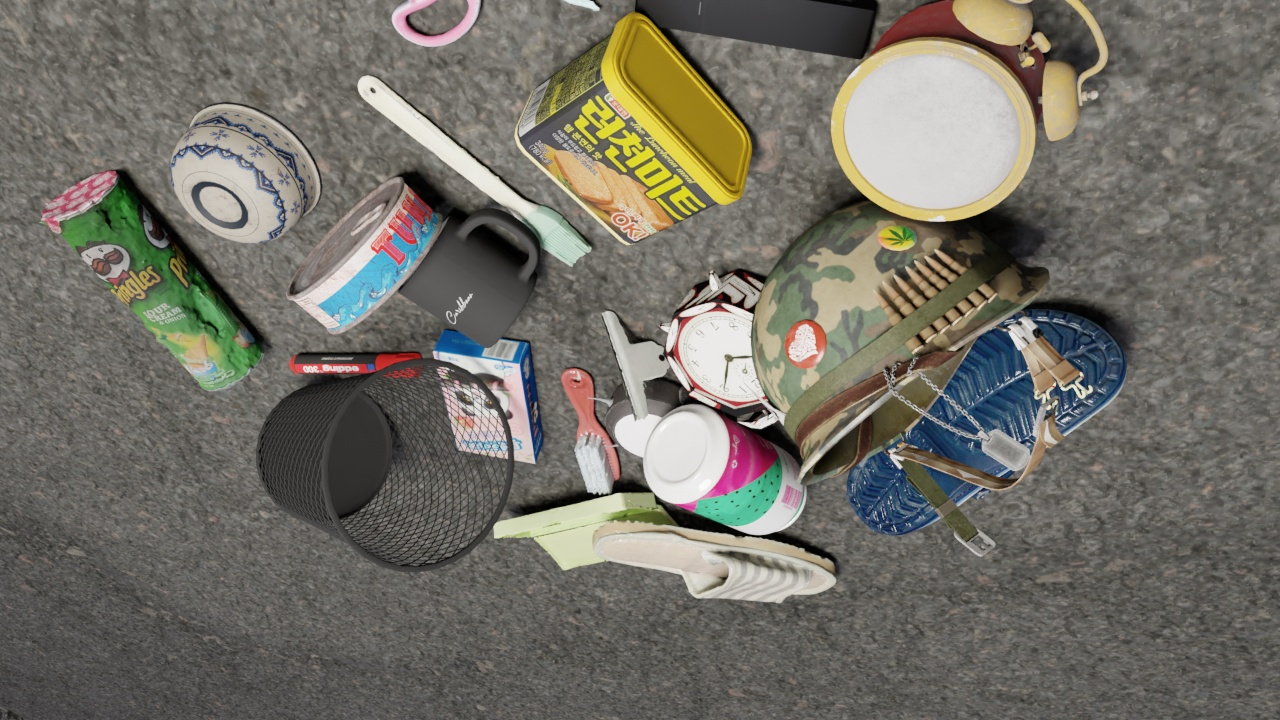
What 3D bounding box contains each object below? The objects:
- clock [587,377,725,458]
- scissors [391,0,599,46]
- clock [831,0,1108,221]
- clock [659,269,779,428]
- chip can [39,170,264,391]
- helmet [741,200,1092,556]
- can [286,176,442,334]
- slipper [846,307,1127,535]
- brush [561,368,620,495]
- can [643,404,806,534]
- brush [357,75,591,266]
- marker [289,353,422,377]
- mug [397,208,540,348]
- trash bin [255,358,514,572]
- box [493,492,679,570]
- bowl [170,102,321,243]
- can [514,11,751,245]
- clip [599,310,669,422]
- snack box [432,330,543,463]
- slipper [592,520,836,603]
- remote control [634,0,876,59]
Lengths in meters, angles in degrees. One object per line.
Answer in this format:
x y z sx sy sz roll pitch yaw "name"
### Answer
0.017 0.059 0.873 0.123 0.043 0.091 0 135 17 "clock"
-0.111 -0.271 0.586 0.171 0.014 0.168 -13 131 29 "scissors"
0.197 -0.163 0.552 0.117 0.081 0.159 45 141 -14 "clock"
0.098 -0.005 0.761 0.154 0.064 0.115 41 134 -4 "clock"
-0.449 -0.066 0.864 0.076 0.075 0.223 -6 133 23 "chip can"
0.183 0.008 0.621 0.236 0.223 0.193 35 151 10 "helmet"
-0.219 -0.084 0.730 0.130 0.129 0.044 -23 125 35 "can"
0.275 0.050 0.753 0.095 0.105 0.253 0 142 -50 "slipper"
-0.052 0.076 0.924 0.041 0.030 0.172 2 135 15 "brush"
0.081 0.103 0.837 0.088 0.088 0.165 -18 149 32 "can"
-0.129 -0.148 0.724 0.217 0.012 0.033 37 134 -20 "brush"
-0.289 0.005 0.926 0.145 0.023 0.021 0 173 17 "marker"
-0.132 -0.075 0.755 0.088 0.078 0.114 34 125 -18 "mug"
-0.256 0.092 0.873 0.211 0.183 0.184 -2 139 48 "trash bin"
-0.056 0.188 1.036 0.188 0.048 0.140 -20 139 33 "box"
-0.330 -0.145 0.753 0.115 0.059 0.116 9 137 8 "bowl"
-0.005 -0.151 0.628 0.101 0.072 0.130 -20 132 40 "can"
-0.006 0.005 0.819 0.041 0.101 0.054 -25 168 39 "clip"
-0.148 0.039 0.911 0.088 0.033 0.154 9 138 10 "snack box"
0.079 0.224 0.995 0.272 0.054 0.115 13 151 -9 "slipper"
0.071 -0.221 0.581 0.150 0.013 0.034 11 142 6 "remote control"
